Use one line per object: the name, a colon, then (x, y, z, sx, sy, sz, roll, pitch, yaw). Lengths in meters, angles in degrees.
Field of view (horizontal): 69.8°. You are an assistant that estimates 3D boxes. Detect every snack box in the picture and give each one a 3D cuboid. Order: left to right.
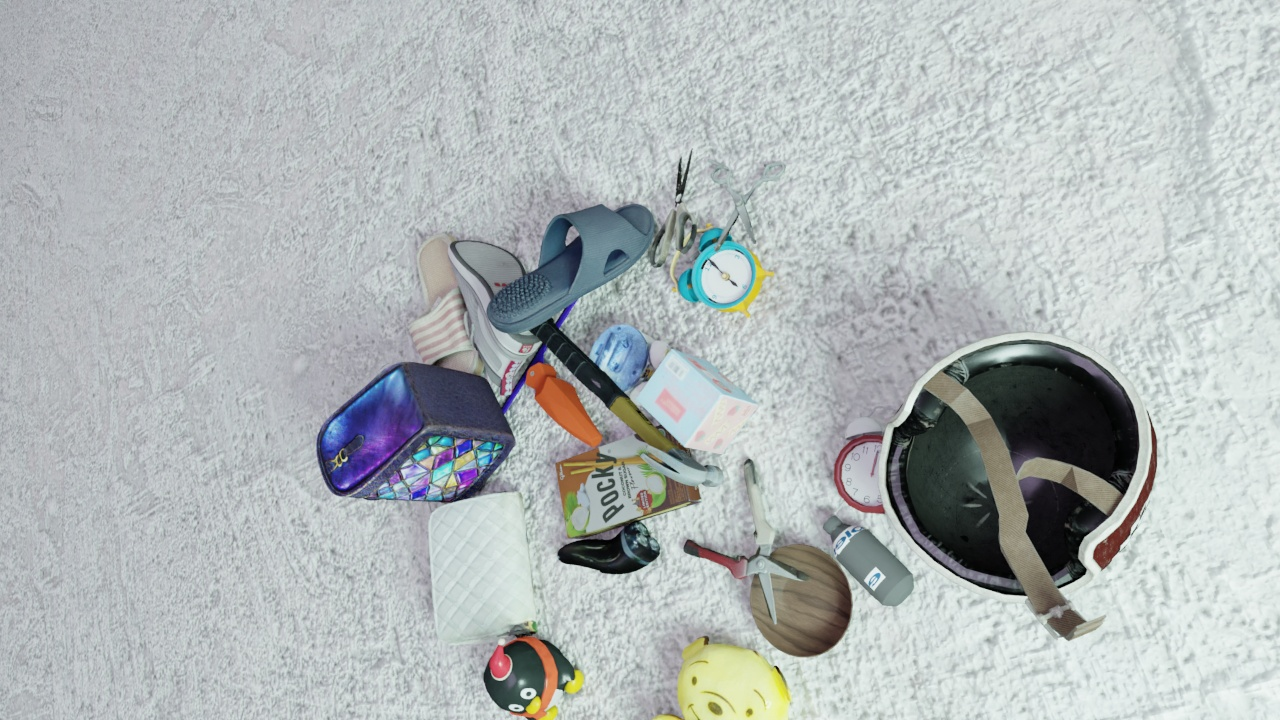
snack box: (-0.019, 0.154, 1.161, 0.186, 0.031, 0.101, -22, 69, 29)
snack box: (0.067, 0.050, 1.087, 0.093, 0.094, 0.079, 43, 105, 32)

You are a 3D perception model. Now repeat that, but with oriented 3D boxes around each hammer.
hammer: (-0.041, 0.037, 1.104, 0.333, 0.117, 0.025, 43, 104, 32)

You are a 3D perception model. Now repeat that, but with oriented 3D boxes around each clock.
clock: (-0.007, 0.007, 1.171, 0.125, 0.052, 0.089, 28, 96, 34)
clock: (0.096, -0.109, 1.133, 0.130, 0.043, 0.099, 33, 99, 27)
clock: (0.254, 0.111, 0.979, 0.087, 0.044, 0.124, 12, 89, 35)

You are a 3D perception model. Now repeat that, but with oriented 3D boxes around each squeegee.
squeegee: (-0.110, 0.051, 1.227, 0.185, 0.055, 0.250, 46, 109, 35)

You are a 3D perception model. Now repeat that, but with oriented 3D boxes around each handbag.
handbag: (-0.310, 0.119, 1.255, 0.222, 0.204, 0.125, -42, 60, 22)
handbag: (-0.208, 0.282, 1.240, 0.139, 0.072, 0.194, -15, 71, 21)

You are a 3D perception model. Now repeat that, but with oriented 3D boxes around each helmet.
helmet: (0.330, 0.098, 0.802, 0.233, 0.254, 0.233, -45, 62, -11)

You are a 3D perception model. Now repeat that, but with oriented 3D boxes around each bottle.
bottle: (0.238, 0.209, 0.969, 0.047, 0.047, 0.112, -52, 57, 14)

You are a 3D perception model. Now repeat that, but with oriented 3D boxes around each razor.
razor: (-0.043, 0.235, 1.150, 0.141, 0.053, 0.063, -9, 64, 34)

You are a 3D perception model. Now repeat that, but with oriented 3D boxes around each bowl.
bowl: (0.181, 0.262, 1.005, 0.119, 0.032, 0.119, -8, 76, 33)

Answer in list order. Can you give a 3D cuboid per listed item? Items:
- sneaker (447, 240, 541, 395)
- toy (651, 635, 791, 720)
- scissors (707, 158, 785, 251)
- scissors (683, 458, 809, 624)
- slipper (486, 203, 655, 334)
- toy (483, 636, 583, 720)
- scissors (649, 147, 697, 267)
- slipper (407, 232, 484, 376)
sneaker: (-0.215, -0.071, 1.313, 0.263, 0.096, 0.129, 57, 135, 38)
toy: (0.082, 0.410, 1.011, 0.149, 0.084, 0.214, 23, 92, 28)
scissors: (0.115, -0.200, 1.134, 0.141, 0.014, 0.165, -46, 48, -6)
scissors: (0.122, 0.199, 1.042, 0.200, 0.015, 0.179, -5, 66, 51)
slipper: (-0.089, -0.136, 1.167, 0.263, 0.083, 0.101, -39, 51, -19)
toy: (-0.148, 0.396, 1.147, 0.098, 0.119, 0.099, -52, 54, 14)
scissors: (0.052, -0.193, 1.170, 0.163, 0.012, 0.153, -62, 29, 11)
slipper: (-0.300, -0.075, 1.385, 0.115, 0.052, 0.262, -25, 67, 26)
